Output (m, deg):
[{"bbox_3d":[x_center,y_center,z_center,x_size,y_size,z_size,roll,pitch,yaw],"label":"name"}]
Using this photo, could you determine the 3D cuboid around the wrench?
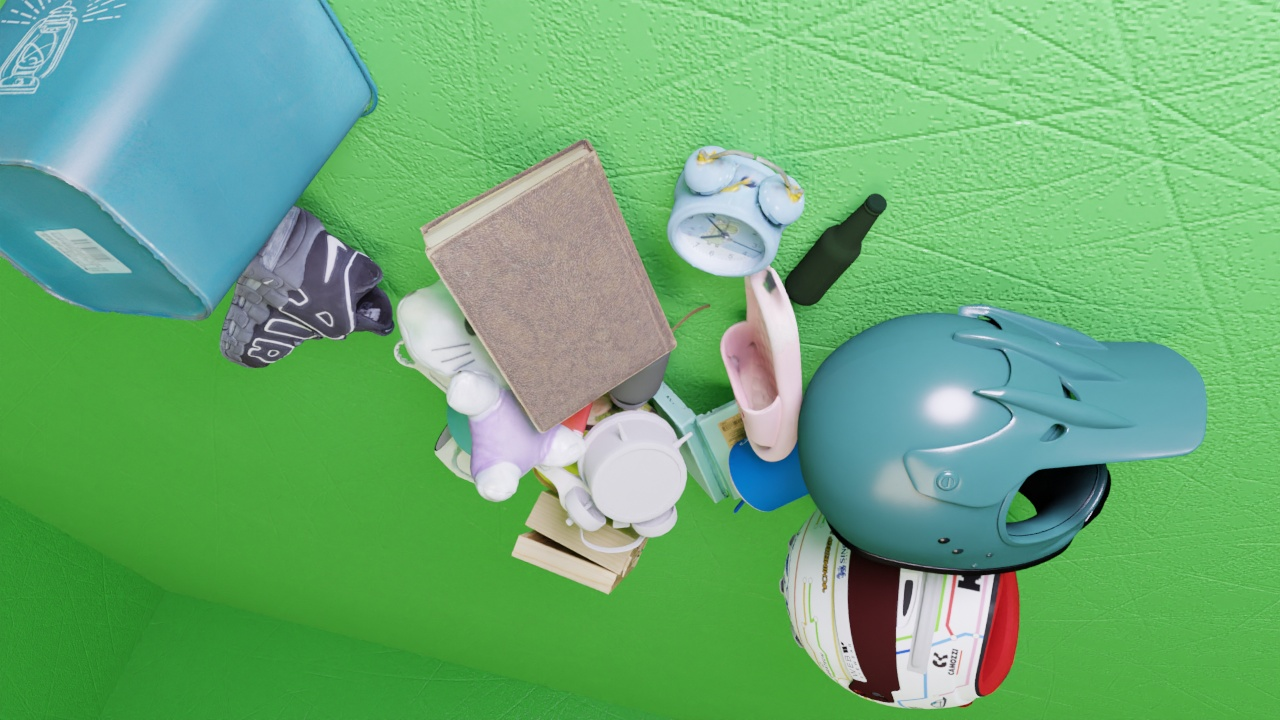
[{"bbox_3d":[-0.138,0.070,0.926,0.047,0.009,0.273,-40,111,18],"label":"wrench"}]

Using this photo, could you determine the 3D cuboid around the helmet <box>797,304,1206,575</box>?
[{"bbox_3d":[0.263,0.054,0.715,0.275,0.176,0.201,4,133,6],"label":"helmet"}]

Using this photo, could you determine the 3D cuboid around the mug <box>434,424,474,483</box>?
[{"bbox_3d":[-0.200,0.110,1.111,0.076,0.123,0.090,38,110,-18],"label":"mug"}]

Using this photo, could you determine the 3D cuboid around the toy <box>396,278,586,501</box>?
[{"bbox_3d":[-0.132,0.011,0.825,0.086,0.137,0.209,-9,103,52],"label":"toy"}]

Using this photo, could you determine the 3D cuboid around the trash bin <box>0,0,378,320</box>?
[{"bbox_3d":[-0.330,-0.161,0.619,0.197,0.218,0.199,5,149,21],"label":"trash bin"}]

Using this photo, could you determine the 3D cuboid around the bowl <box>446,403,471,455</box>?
[{"bbox_3d":[-0.145,0.044,0.958,0.121,0.121,0.046,14,158,6],"label":"bowl"}]

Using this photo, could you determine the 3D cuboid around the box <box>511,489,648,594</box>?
[{"bbox_3d":[-0.064,0.223,1.147,0.128,0.092,0.249,30,178,7],"label":"box"}]

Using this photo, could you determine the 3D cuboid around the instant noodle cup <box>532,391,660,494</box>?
[{"bbox_3d":[-0.041,0.097,1.025,0.146,0.097,0.146,14,151,8],"label":"instant noodle cup"}]

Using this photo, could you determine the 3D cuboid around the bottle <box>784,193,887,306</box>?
[{"bbox_3d":[0.147,-0.083,0.686,0.033,0.033,0.123,21,150,-7],"label":"bottle"}]

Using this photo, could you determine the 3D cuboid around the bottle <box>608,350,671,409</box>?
[{"bbox_3d":[-0.005,0.005,0.888,0.060,0.060,0.109,16,150,2],"label":"bottle"}]

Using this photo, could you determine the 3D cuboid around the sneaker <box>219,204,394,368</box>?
[{"bbox_3d":[-0.329,-0.052,0.933,0.150,0.097,0.253,25,145,-18],"label":"sneaker"}]

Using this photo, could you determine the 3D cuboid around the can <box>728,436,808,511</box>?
[{"bbox_3d":[0.159,0.091,0.904,0.079,0.078,0.146,32,136,-24],"label":"can"}]

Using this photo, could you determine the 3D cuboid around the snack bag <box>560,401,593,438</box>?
[{"bbox_3d":[-0.084,0.032,0.921,0.077,0.115,0.036,18,146,-3],"label":"snack bag"}]

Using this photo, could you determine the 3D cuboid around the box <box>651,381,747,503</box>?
[{"bbox_3d":[0.084,0.082,1.004,0.113,0.078,0.187,-21,143,7],"label":"box"}]

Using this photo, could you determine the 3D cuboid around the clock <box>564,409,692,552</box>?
[{"bbox_3d":[-0.014,0.125,0.922,0.119,0.061,0.159,10,115,-20],"label":"clock"}]

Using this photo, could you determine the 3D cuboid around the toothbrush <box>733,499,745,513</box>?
[{"bbox_3d":[0.141,0.117,1.004,0.011,0.016,0.187,28,135,-3],"label":"toothbrush"}]

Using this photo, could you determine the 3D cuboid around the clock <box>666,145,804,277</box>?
[{"bbox_3d":[0.067,-0.110,0.663,0.089,0.051,0.125,21,151,-3],"label":"clock"}]

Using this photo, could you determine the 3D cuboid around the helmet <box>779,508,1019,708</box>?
[{"bbox_3d":[0.267,0.241,0.969,0.236,0.230,0.314,4,153,28],"label":"helmet"}]

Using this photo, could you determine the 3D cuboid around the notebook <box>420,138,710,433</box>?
[{"bbox_3d":[-0.047,-0.061,0.736,0.034,0.190,0.216,49,167,47],"label":"notebook"}]

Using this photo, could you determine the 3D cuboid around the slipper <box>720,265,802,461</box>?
[{"bbox_3d":[0.101,0.004,0.787,0.055,0.106,0.222,-13,143,-5],"label":"slipper"}]
